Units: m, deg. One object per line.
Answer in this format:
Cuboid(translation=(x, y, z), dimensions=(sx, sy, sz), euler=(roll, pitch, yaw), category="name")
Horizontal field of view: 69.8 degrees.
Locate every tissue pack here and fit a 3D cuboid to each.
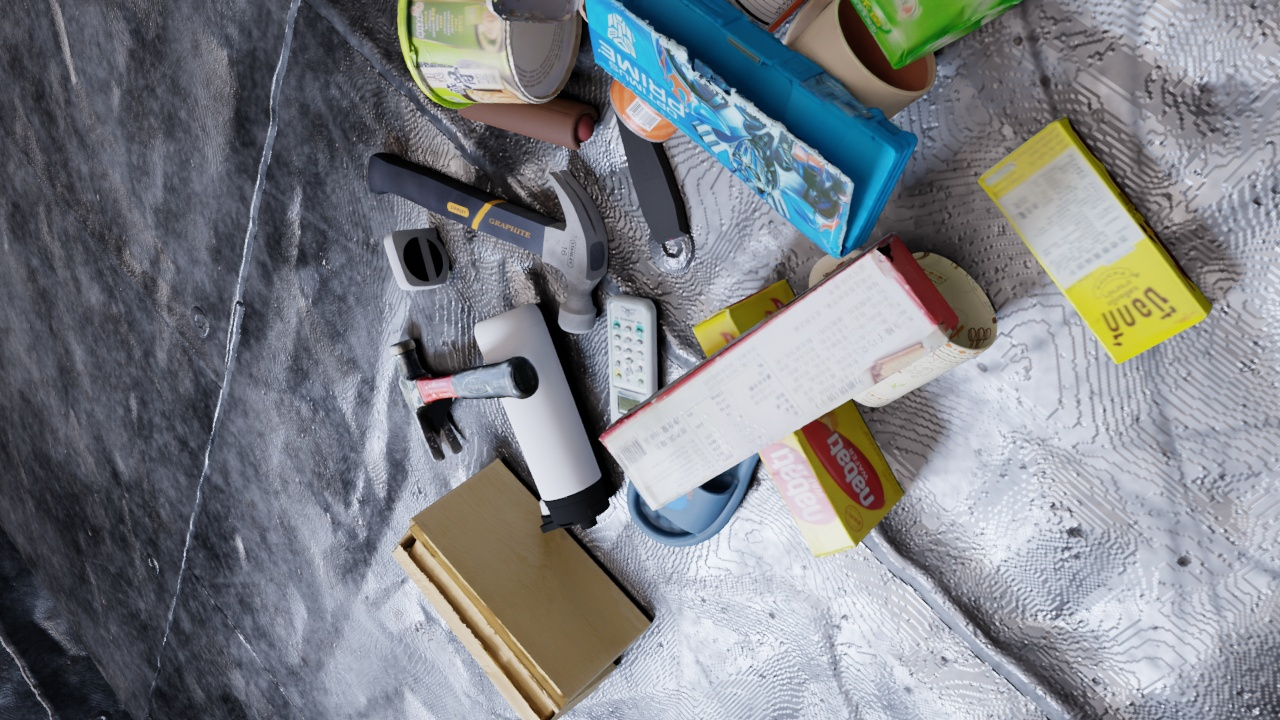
Cuboid(translation=(0.171, -0.246, 0.556), dimensions=(0.099, 0.034, 0.114), euler=(-31, 85, -1), category="tissue pack")

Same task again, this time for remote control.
Cuboid(translation=(0.007, -0.161, 0.776), dimensions=(0.039, 0.010, 0.125), euler=(-14, 98, 41), category="remote control")
Cuboid(translation=(-0.005, 0.005, 0.844), dimensions=(0.050, 0.022, 0.133), euler=(14, 116, 34), category="remote control")

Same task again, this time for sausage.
Cuboid(translation=(-0.104, -0.224, 0.823), dimensions=(0.156, 0.040, 0.040), euler=(23, 121, 30), category="sausage")

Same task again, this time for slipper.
Cuboid(translation=(0.050, 0.093, 0.813), dimensions=(0.104, 0.059, 0.214), euler=(42, 127, 15), category="slipper")

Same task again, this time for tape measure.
Cuboid(translation=(-0.231, -0.107, 0.956), dimensions=(0.017, 0.064, 0.065), euler=(-15, 90, 42), category="tape measure")

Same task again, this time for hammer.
Cuboid(translation=(-0.161, -0.142, 0.906), dimensions=(0.313, 0.035, 0.139), euler=(24, 119, 30), category="hammer")
Cuboid(translation=(-0.176, 0.034, 0.921), dimensions=(0.327, 0.036, 0.140), euler=(-8, 103, 60), category="hammer")

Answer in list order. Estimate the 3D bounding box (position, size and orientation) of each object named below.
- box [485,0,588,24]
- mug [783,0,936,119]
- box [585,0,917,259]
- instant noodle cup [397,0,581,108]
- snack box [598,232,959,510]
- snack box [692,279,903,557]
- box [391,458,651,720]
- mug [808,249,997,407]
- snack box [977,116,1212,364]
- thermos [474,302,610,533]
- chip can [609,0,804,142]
Cuboid(translation=(-0.031, -0.348, 0.646), dimensions=(0.063, 0.156, 0.217), euler=(44, 133, 47), category="box")
Cuboid(translation=(0.129, -0.199, 0.624), dimensions=(0.105, 0.085, 0.111), euler=(-35, 56, 52), category="mug")
Cuboid(translation=(0.054, -0.168, 0.597), dimensions=(0.243, 0.066, 0.091), euler=(44, 145, 21), category="box")
Cuboid(translation=(-0.116, -0.275, 0.748), dimensions=(0.098, 0.145, 0.146), euler=(16, 117, 22), category="instant noodle cup")
Cuboid(translation=(0.084, 0.016, 0.641), dimensions=(0.274, 0.044, 0.076), euler=(-37, 90, 37), category="snack box")
Cuboid(translation=(0.123, 0.042, 0.709), dimensions=(0.042, 0.091, 0.200), euler=(-29, 88, 42), category="snack box")
Cuboid(translation=(-0.132, 0.248, 0.976), dimensions=(0.248, 0.140, 0.149), euler=(44, 121, 17), category="box")
Cuboid(translation=(0.170, -0.029, 0.650), dimensions=(0.122, 0.080, 0.097), euler=(40, 137, 0), category="mug")
Cuboid(translation=(0.283, -0.075, 0.577), dimensions=(0.061, 0.025, 0.149), euler=(-40, 81, 41), category="snack box")
Cuboid(translation=(-0.104, 0.063, 0.921), dimensions=(0.101, 0.068, 0.230), euler=(-13, 100, 50), category="thermos")
Cuboid(translation=(0.062, -0.247, 0.661), dimensions=(0.211, 0.062, 0.062), euler=(-38, 82, 42), category="chip can")
